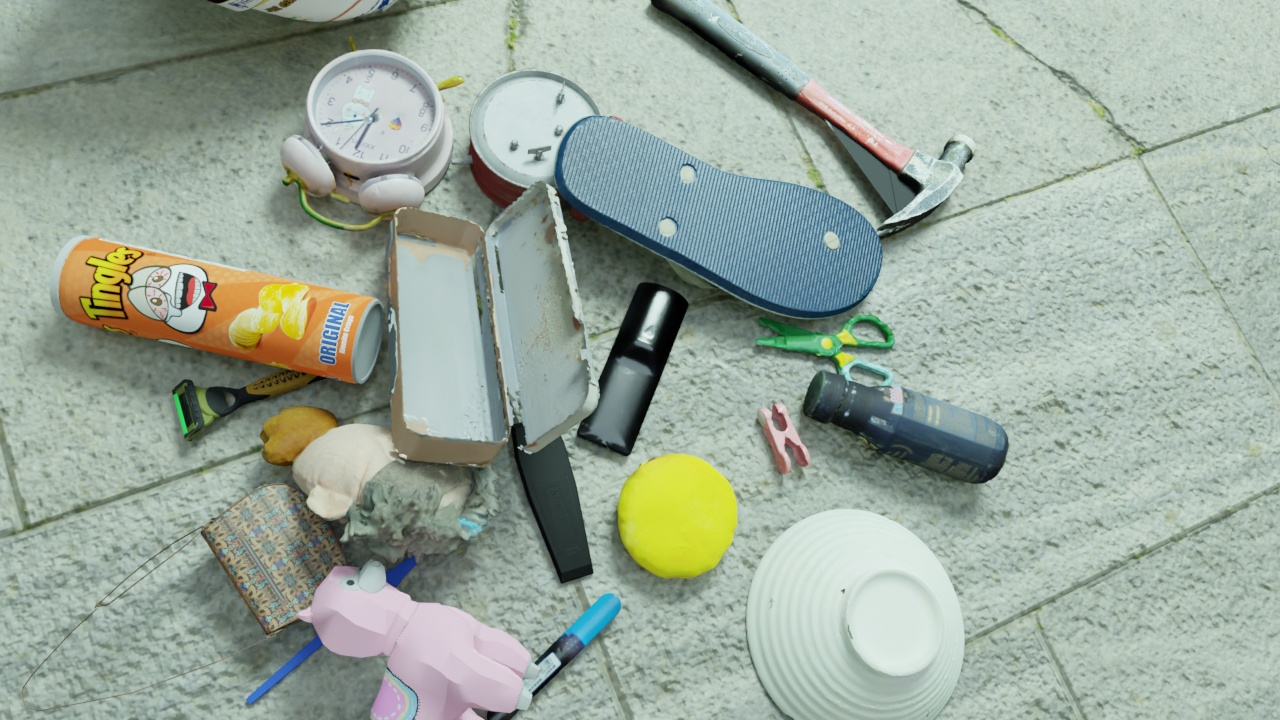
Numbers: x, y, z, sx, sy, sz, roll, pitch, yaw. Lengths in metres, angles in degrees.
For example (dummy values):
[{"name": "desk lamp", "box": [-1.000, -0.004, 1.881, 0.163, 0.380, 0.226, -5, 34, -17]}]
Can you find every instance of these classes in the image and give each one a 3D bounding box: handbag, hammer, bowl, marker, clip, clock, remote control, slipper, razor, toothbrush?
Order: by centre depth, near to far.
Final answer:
[{"name": "handbag", "box": [-0.288, 0.160, 0.588, 0.195, 0.043, 0.093, -33, 88, -36]}, {"name": "toothbrush", "box": [-0.195, 0.171, 0.643, 0.186, 0.011, 0.016, -41, 84, -17]}, {"name": "marker", "box": [-0.061, 0.212, 0.653, 0.122, 0.015, 0.018, -42, 81, -17]}, {"name": "razor", "box": [-0.263, 0.015, 0.671, 0.144, 0.021, 0.044, -20, 64, -16]}, {"name": "bowl", "box": [0.172, 0.193, 0.675, 0.177, 0.071, 0.177, 3, 72, -10]}, {"name": "remote control", "box": [-0.065, 0.103, 0.688, 0.039, 0.010, 0.124, -15, 77, -15]}, {"name": "clock", "box": [-0.214, -0.171, 0.721, 0.117, 0.059, 0.157, 20, 70, -4]}, {"name": "remote control", "box": [-0.004, 0.004, 0.727, 0.045, 0.021, 0.140, 22, 71, -2]}, {"name": "clip", "box": [0.108, 0.064, 0.731, 0.039, 0.023, 0.059, -14, 70, -13]}, {"name": "clock", "box": [-0.066, -0.173, 0.750, 0.157, 0.062, 0.109, 21, 69, -4]}, {"name": "slipper", "box": [0.063, -0.108, 0.755, 0.294, 0.060, 0.118, 20, 71, -16]}, {"name": "hammer", "box": [0.142, -0.238, 0.827, 0.326, 0.036, 0.140, 37, 68, 2]}]

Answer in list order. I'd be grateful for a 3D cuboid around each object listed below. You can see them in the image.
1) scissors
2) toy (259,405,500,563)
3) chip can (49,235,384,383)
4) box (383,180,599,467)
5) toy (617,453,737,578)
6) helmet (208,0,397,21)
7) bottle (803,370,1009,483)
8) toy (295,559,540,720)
[{"name": "scissors", "box": [0.153, -0.003, 0.766, 0.132, 0.013, 0.078, 1, 72, -12]}, {"name": "toy", "box": [-0.185, 0.082, 0.629, 0.176, 0.132, 0.076, 25, 106, 17]}, {"name": "chip can", "box": [-0.294, -0.036, 0.648, 0.210, 0.062, 0.062, 12, 70, -1]}, {"name": "box", "box": [-0.110, -0.038, 0.644, 0.121, 0.095, 0.216, 6, 48, -25]}, {"name": "toy", "box": [0.028, 0.115, 0.687, 0.095, 0.041, 0.094, -27, 84, -18]}, {"name": "helmet", "box": [-0.255, -0.374, 0.686, 0.236, 0.232, 0.313, 40, 57, -35]}, {"name": "bottle", "box": [0.211, 0.051, 0.735, 0.161, 0.056, 0.056, 19, 70, -5]}, {"name": "toy", "box": [-0.148, 0.203, 0.593, 0.157, 0.067, 0.123, 23, 96, -1]}]
